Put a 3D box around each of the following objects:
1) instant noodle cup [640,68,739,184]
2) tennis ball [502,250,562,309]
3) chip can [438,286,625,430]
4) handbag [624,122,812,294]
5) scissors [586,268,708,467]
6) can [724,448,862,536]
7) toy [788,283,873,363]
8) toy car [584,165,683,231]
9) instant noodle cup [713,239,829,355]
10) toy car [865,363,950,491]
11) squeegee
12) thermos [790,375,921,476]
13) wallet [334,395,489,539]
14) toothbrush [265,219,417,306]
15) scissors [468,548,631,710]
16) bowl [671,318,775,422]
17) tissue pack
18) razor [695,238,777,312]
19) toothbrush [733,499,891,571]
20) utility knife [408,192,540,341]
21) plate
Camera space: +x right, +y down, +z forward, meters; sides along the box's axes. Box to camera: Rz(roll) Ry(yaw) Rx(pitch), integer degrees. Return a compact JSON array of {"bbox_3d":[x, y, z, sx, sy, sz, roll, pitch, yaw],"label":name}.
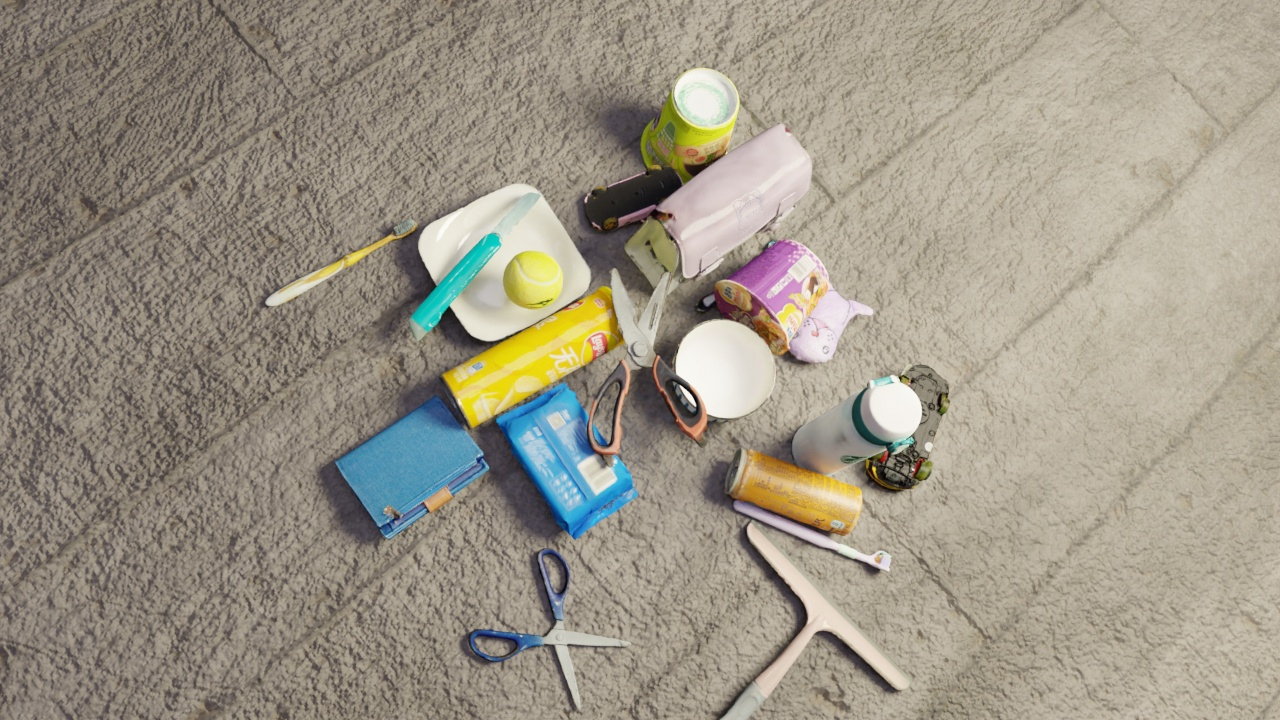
[{"bbox_3d":[0.064,-0.282,1.100,0.111,0.124,0.111,2,74,-9],"label":"instant noodle cup"},{"bbox_3d":[-0.118,-0.089,1.009,0.065,0.066,0.065,2,73,-8],"label":"tennis ball"},{"bbox_3d":[-0.114,-0.004,1.020,0.213,0.072,0.072,-29,80,-15],"label":"chip can"},{"bbox_3d":[0.093,-0.171,1.062,0.196,0.145,0.098,-35,79,-16],"label":"handbag"},{"bbox_3d":[0.001,0.010,0.994,0.189,0.015,0.227,-37,84,-9],"label":"scissors"},{"bbox_3d":[0.171,0.147,1.027,0.146,0.058,0.058,20,72,-3],"label":"can"},{"bbox_3d":[0.219,-0.041,1.098,0.084,0.039,0.107,32,71,12],"label":"toy"},{"bbox_3d":[-0.007,-0.194,1.106,0.122,0.037,0.056,-19,70,4],"label":"toy car"},{"bbox_3d":[0.157,-0.079,1.063,0.111,0.112,0.099,44,72,5],"label":"instant noodle cup"},{"bbox_3d":[0.316,0.079,1.078,0.071,0.041,0.155,24,73,-2],"label":"toy car"},{"bbox_3d":[0.132,0.343,0.975,0.247,0.040,0.249,45,73,5],"label":"squeegee"},{"bbox_3d":[0.226,0.077,0.968,0.073,0.225,0.073,2,74,-9],"label":"thermos"},{"bbox_3d":[-0.243,0.113,0.982,0.133,0.040,0.106,-36,73,-16],"label":"wallet"},{"bbox_3d":[-0.338,-0.112,1.042,0.191,0.018,0.016,-32,79,-16],"label":"toothbrush"},{"bbox_3d":[-0.094,0.282,0.970,0.173,0.012,0.162,6,73,-8],"label":"scissors"},{"bbox_3d":[0.089,0.017,1.047,0.116,0.066,0.116,2,75,-8],"label":"bowl"},{"bbox_3d":[-0.081,0.108,1.002,0.094,0.052,0.157,-32,81,-18],"label":"tissue pack"},{"bbox_3d":[0.125,-0.100,1.111,0.142,0.022,0.042,-33,80,-16],"label":"razor"},{"bbox_3d":[0.193,0.196,1.036,0.189,0.021,0.029,21,29,-1],"label":"toothbrush"},{"bbox_3d":[-0.185,-0.111,1.032,0.029,0.013,0.222,37,74,5],"label":"utility knife"},{"bbox_3d":[-0.157,-0.111,1.062,0.163,0.034,0.164,-30,81,-16],"label":"plate"}]
